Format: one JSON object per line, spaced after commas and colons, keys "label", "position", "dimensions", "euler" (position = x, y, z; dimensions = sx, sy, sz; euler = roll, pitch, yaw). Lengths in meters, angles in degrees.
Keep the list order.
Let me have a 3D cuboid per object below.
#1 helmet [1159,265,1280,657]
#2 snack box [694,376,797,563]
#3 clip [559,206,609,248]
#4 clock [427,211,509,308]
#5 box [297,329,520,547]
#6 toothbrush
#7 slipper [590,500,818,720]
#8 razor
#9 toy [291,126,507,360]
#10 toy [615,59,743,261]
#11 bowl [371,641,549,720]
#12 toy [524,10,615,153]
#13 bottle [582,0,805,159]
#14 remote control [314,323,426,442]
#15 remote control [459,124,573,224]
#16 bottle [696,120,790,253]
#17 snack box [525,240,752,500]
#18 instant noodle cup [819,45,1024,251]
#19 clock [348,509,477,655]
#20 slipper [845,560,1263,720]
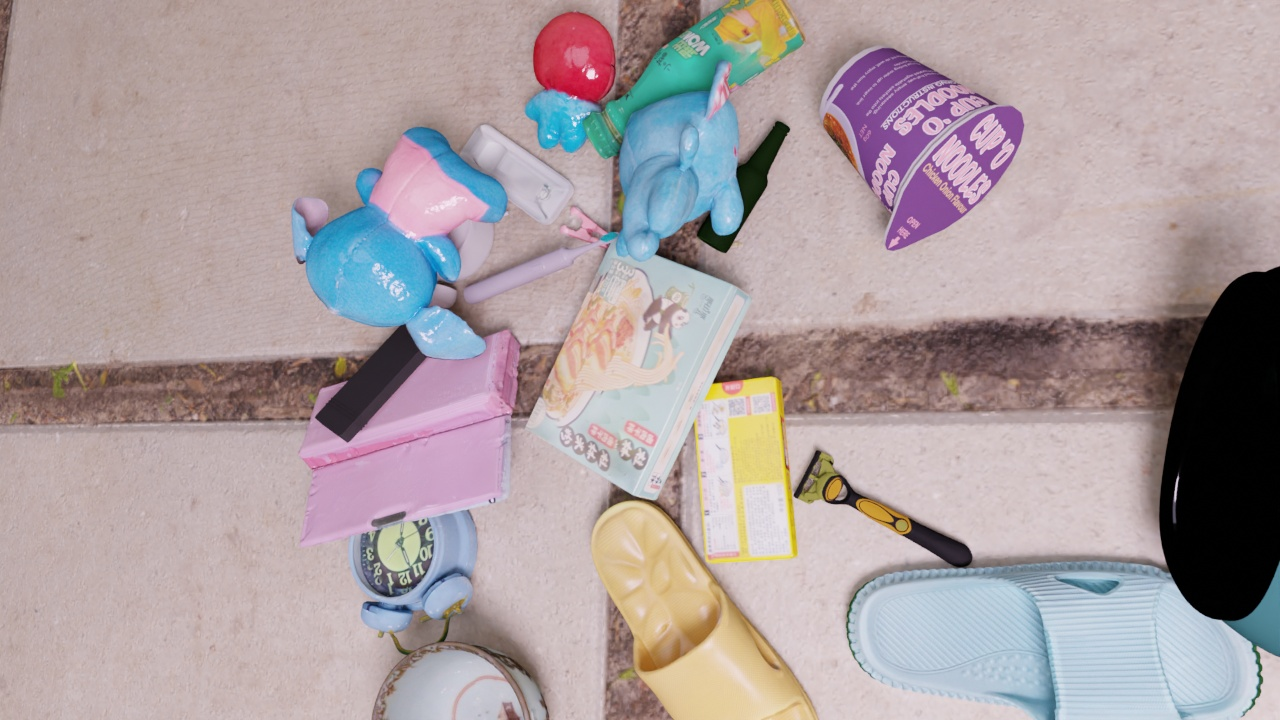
{"label": "helmet", "position": [0.447, 0.054, 0.536], "dimensions": [0.200, 0.176, 0.275], "euler": [4, 106, 7]}
{"label": "snack box", "position": [0.087, 0.092, 0.776], "dimensions": [0.075, 0.025, 0.152], "euler": [-8, 79, 21]}
{"label": "clip", "position": [-0.055, -0.120, 0.872], "dimensions": [0.045, 0.023, 0.059], "euler": [-40, 68, 17]}
{"label": "clock", "position": [-0.214, -0.114, 0.914], "dimensions": [0.120, 0.061, 0.159], "euler": [44, 98, 22]}
{"label": "box", "position": [-0.222, 0.071, 0.862], "dimensions": [0.233, 0.040, 0.178], "euler": [-17, 50, 18]}
{"label": "toothbrush", "position": [-0.094, -0.088, 0.859], "dimensions": [0.188, 0.019, 0.018], "euler": [-17, 72, 33]}
{"label": "slipper", "position": [0.039, 0.230, 0.746], "dimensions": [0.100, 0.078, 0.263], "euler": [-40, 69, 14]}
{"label": "razor", "position": [0.195, 0.123, 0.731], "dimensions": [0.144, 0.021, 0.044], "euler": [27, 92, 22]}
{"label": "toy", "position": [-0.210, -0.110, 0.839], "dimensions": [0.224, 0.099, 0.191], "euler": [39, 89, 12]}
{"label": "toy", "position": [0.036, -0.148, 0.762], "dimensions": [0.184, 0.115, 0.180], "euler": [-53, 19, 41]}
{"label": "bowl", "position": [-0.140, 0.320, 0.793], "dimensions": [0.160, 0.094, 0.159], "euler": [-4, 80, 22]}
{"label": "toy", "position": [-0.066, -0.268, 0.884], "dimensions": [0.092, 0.062, 0.133], "euler": [19, 106, 32]}
{"label": "bottle", "position": [0.043, -0.257, 0.829], "dimensions": [0.210, 0.068, 0.068], "euler": [-31, 71, 15]}
{"label": "remote control", "position": [-0.253, 0.017, 0.889], "dimensions": [0.058, 0.013, 0.133], "euler": [23, 66, 44]}
{"label": "remote control", "position": [-0.126, -0.186, 0.911], "dimensions": [0.133, 0.022, 0.050], "euler": [37, 96, 23]}
{"label": "bottle", "position": [0.094, -0.155, 0.811], "dimensions": [0.033, 0.033, 0.123], "euler": [33, 94, 23]}
{"label": "snack box", "position": [-0.005, 0.005, 0.805], "dimensions": [0.141, 0.044, 0.193], "euler": [26, 91, 38]}
{"label": "instant noodle cup", "position": [0.207, -0.177, 0.732], "dimensions": [0.137, 0.121, 0.122], "euler": [-48, 58, 18]}
{"label": "clock", "position": [-0.213, 0.193, 0.863], "dimensions": [0.118, 0.060, 0.162], "euler": [-24, 70, 16]}
{"label": "slipper", "position": [0.284, 0.201, 0.656], "dimensions": [0.277, 0.069, 0.116], "euler": [-3, 77, 22]}
